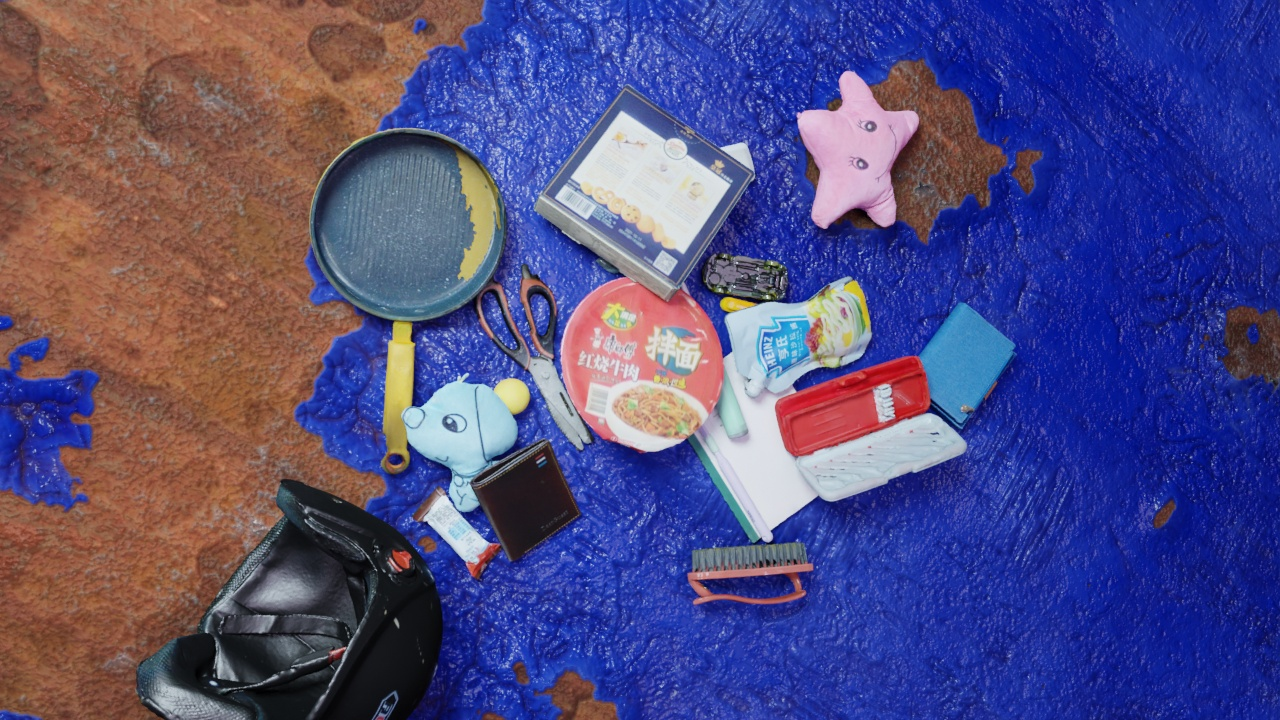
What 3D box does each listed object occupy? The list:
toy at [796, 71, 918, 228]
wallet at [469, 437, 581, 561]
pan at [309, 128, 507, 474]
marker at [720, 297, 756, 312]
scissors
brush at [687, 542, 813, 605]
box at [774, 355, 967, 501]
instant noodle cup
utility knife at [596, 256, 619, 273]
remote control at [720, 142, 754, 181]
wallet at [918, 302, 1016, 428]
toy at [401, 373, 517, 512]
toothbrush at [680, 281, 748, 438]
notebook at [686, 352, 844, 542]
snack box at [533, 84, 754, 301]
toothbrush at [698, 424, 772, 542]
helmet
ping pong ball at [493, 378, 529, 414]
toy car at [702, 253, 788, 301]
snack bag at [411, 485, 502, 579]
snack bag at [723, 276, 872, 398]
[{"bbox_3d":[0.254,-0.249,1.112,0.178,0.075,0.194,20,83,-25],"label":"toy"},{"bbox_3d":[-0.123,0.152,1.000,0.096,0.020,0.122,-30,127,-15],"label":"wallet"},{"bbox_3d":[-0.245,-0.059,0.956,0.197,0.078,0.358,3,107,-22],"label":"pan"},{"bbox_3d":[0.155,-0.056,1.114,0.123,0.015,0.018,13,92,-19],"label":"marker"},{"bbox_3d":[-0.103,-0.005,1.035,0.207,0.015,0.191,25,82,-16],"label":"scissors"},{"bbox_3d":[0.126,0.252,1.078,0.145,0.063,0.069,0,76,-16],"label":"brush"},{"bbox_3d":[0.273,0.083,1.103,0.201,0.074,0.154,-17,68,-14],"label":"box"},{"bbox_3d":[-0.006,0.006,1.030,0.193,0.066,0.193,4,81,-22],"label":"instant noodle cup"},{"bbox_3d":[0.030,-0.148,1.077,0.179,0.013,0.029,-29,100,-15],"label":"utility knife"},{"bbox_3d":[0.076,-0.223,1.086,0.124,0.024,0.049,-17,94,-16],"label":"remote control"},{"bbox_3d":[0.412,0.007,1.181,0.106,0.040,0.133,40,80,-4],"label":"wallet"},{"bbox_3d":[-0.177,0.088,0.979,0.161,0.050,0.156,3,101,-29],"label":"toy"},{"bbox_3d":[0.078,-0.014,1.075,0.027,0.026,0.224,-20,95,13],"label":"toothbrush"},{"bbox_3d":[0.141,0.094,1.110,0.150,0.012,0.209,-34,98,-13],"label":"notebook"},{"bbox_3d":[0.007,-0.188,1.019,0.178,0.046,0.182,35,68,-1],"label":"snack box"},{"bbox_3d":[0.106,0.138,1.086,0.189,0.029,0.021,57,40,-9],"label":"toothbrush"},{"bbox_3d":[-0.294,0.254,0.848,0.230,0.275,0.233,37,90,-41],"label":"helmet"},{"bbox_3d":[-0.142,0.040,1.009,0.040,0.040,0.040,0,89,-17],"label":"ping pong ball"},{"bbox_3d":[0.124,-0.099,1.096,0.105,0.032,0.048,8,87,-11],"label":"toy car"},{"bbox_3d":[-0.198,0.188,0.998,0.104,0.026,0.048,45,67,-11],"label":"snack bag"},{"bbox_3d":[0.191,-0.028,1.101,0.190,0.039,0.110,-20,114,-24],"label":"snack bag"}]
